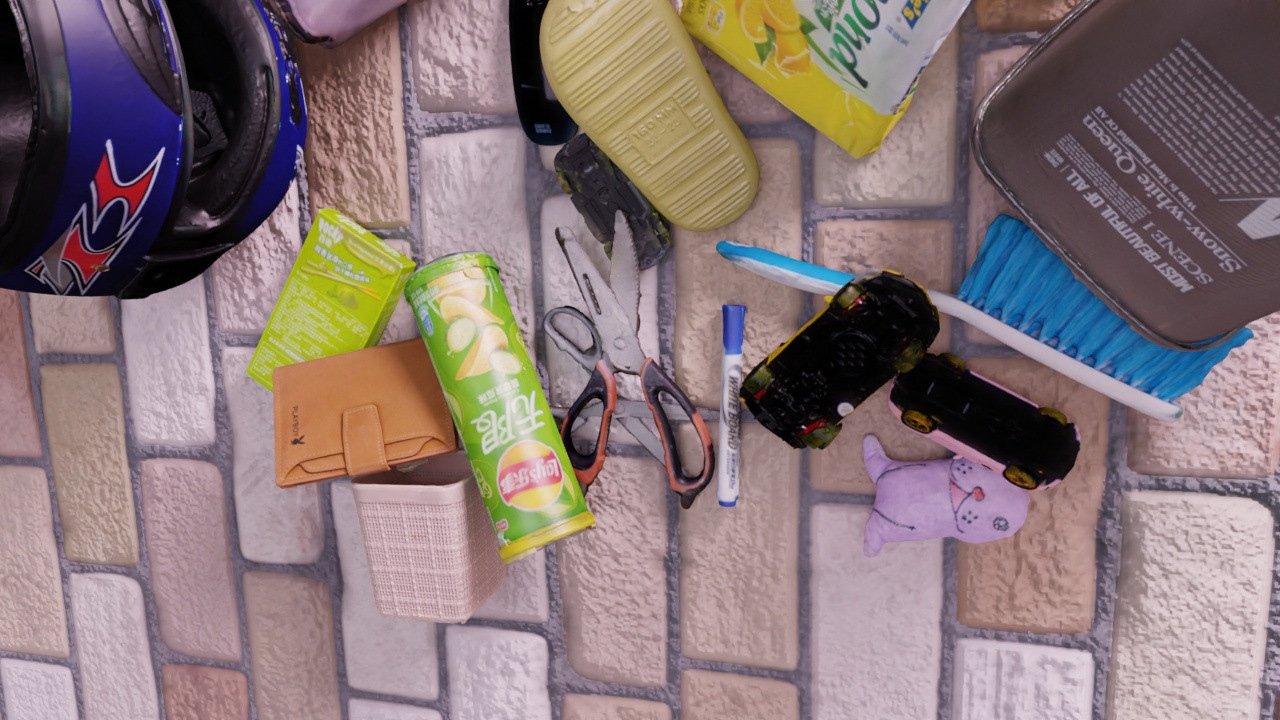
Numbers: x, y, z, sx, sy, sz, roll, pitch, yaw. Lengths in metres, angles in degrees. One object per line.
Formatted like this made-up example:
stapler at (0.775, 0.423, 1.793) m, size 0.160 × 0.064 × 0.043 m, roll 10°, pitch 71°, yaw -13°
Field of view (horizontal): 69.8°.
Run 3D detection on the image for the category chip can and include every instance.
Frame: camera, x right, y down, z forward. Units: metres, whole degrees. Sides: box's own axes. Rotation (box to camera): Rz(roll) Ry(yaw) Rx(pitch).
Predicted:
chip can at (-0.103, 0.030, 0.660) m, size 0.073 × 0.072 × 0.221 m, roll -25°, pitch 82°, yaw 18°

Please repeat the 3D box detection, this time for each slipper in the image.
slipper at (0.008, -0.172, 0.610) m, size 0.092 × 0.081 × 0.190 m, roll -31°, pitch 116°, yaw 16°

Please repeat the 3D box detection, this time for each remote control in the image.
remote control at (-0.069, -0.222, 0.649) m, size 0.053 × 0.024 × 0.136 m, roll 0°, pitch 99°, yaw 17°

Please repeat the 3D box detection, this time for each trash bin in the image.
trash bin at (0.309, -0.135, 0.425) m, size 0.198 × 0.220 × 0.199 m, roll -43°, pitch 85°, yaw -4°

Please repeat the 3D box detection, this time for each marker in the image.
marker at (0.064, 0.033, 0.656) m, size 0.017 × 0.016 × 0.146 m, roll 4°, pitch 98°, yaw 15°

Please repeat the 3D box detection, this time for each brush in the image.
brush at (0.206, -0.047, 0.588) m, size 0.314 × 0.060 × 0.110 m, roll 29°, pitch 109°, yaw 12°

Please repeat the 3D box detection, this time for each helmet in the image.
helmet at (-0.348, -0.173, 0.615) m, size 0.316 × 0.239 × 0.247 m, roll -14°, pitch 97°, yaw 38°

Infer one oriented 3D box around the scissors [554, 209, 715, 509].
scissors at (-0.013, 0.011, 0.663) m, size 0.189 × 0.015 × 0.222 m, roll 33°, pitch 110°, yaw 4°

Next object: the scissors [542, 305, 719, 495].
scissors at (-0.022, 0.036, 0.687) m, size 0.160 × 0.014 × 0.181 m, roll -29°, pitch 92°, yaw 18°

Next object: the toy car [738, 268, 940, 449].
toy car at (0.130, 0.000, 0.603) m, size 0.071 × 0.041 × 0.156 m, roll 42°, pitch 126°, yaw -1°

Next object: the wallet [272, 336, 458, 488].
wallet at (-0.206, 0.038, 0.685) m, size 0.132 × 0.031 × 0.107 m, roll -12°, pitch 59°, yaw -4°

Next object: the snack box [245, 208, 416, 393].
snack box at (-0.249, -0.033, 0.733) m, size 0.086 × 0.026 × 0.156 m, roll 33°, pitch 107°, yaw 8°

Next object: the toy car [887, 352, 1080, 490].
toy car at (0.221, 0.040, 0.598) m, size 0.122 × 0.037 × 0.056 m, roll 30°, pitch 79°, yaw 14°

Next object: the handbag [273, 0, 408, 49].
handbag at (-0.176, -0.323, 0.625) m, size 0.197 × 0.098 × 0.145 m, roll -24°, pitch 90°, yaw 17°

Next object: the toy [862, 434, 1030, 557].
toy at (0.203, 0.090, 0.617) m, size 0.108 × 0.039 × 0.083 m, roll -4°, pitch 77°, yaw 18°

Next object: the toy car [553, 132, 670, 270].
toy car at (-0.018, -0.112, 0.651) m, size 0.048 × 0.032 × 0.105 m, roll -30°, pitch 102°, yaw 19°

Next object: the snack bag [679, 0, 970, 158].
snack bag at (0.116, -0.235, 0.507) m, size 0.158 × 0.247 × 0.068 m, roll 39°, pitch 67°, yaw 8°

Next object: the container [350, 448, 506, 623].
container at (-0.157, 0.133, 0.704) m, size 0.090 × 0.089 × 0.111 m, roll -1°, pitch 102°, yaw 16°
